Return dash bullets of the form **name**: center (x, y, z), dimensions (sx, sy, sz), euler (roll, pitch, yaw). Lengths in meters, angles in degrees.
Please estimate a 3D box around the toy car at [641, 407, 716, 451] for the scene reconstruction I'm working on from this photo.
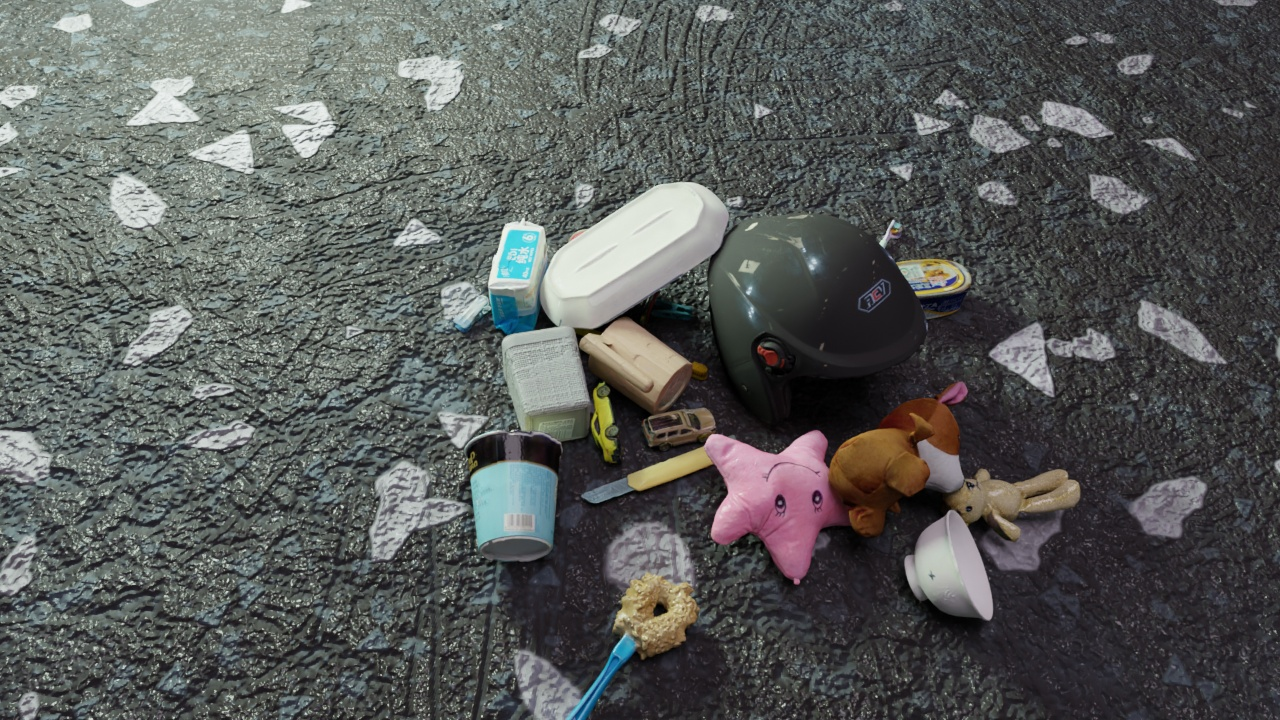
- **toy car**: center (0.049, 0.080, 1.110), dimensions (0.090, 0.035, 0.042), euler (-9, 53, -15)

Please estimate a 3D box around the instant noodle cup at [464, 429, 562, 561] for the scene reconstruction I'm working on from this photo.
- **instant noodle cup**: center (-0.137, 0.152, 1.000), dimensions (0.111, 0.111, 0.120), euler (-2, 60, -6)

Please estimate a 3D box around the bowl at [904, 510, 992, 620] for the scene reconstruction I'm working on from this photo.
- **bowl**: center (0.324, 0.226, 0.985), dimensions (0.065, 0.118, 0.118), euler (-24, 45, 27)

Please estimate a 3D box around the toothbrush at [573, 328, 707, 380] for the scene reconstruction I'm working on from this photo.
- **toothbrush**: center (-0.001, -0.014, 1.194), dimensions (0.190, 0.017, 0.015), euler (20, 51, 12)

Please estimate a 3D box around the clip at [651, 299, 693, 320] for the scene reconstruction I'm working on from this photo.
- **clip**: center (0.044, -0.068, 1.244), dimensions (0.056, 0.014, 0.040), euler (11, 51, 4)

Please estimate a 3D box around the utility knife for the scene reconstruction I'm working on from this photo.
- **utility knife**: center (0.028, 0.128, 1.078), dimensions (0.206, 0.021, 0.031), euler (-15, 50, -24)

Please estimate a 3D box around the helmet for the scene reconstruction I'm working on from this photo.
- **helmet**: center (0.206, -0.067, 1.119), dimensions (0.232, 0.230, 0.275), euler (-33, 22, -27)

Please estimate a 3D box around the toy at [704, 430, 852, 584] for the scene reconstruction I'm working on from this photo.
- **toy**: center (0.167, 0.162, 1.028), dimensions (0.194, 0.075, 0.178), euler (2, 64, -18)

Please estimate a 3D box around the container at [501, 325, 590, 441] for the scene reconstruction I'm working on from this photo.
- **container**: center (-0.110, 0.034, 1.101), dimensions (0.090, 0.090, 0.114), euler (-10, 55, -12)

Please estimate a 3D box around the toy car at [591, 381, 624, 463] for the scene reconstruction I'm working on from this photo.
- **toy car**: center (-0.043, 0.074, 1.099), dimensions (0.032, 0.048, 0.105), euler (-12, 52, 0)

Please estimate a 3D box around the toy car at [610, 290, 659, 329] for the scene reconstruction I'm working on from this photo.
- **toy car**: center (-0.005, -0.079, 1.235), dimensions (0.049, 0.031, 0.106), euler (11, 56, 11)

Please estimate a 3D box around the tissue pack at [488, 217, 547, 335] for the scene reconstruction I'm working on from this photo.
- **tissue pack**: center (-0.162, -0.110, 1.212), dimensions (0.063, 0.090, 0.139), euler (5, 51, 3)

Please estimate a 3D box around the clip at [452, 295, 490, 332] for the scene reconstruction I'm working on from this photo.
- **clip**: center (-0.221, -0.062, 1.214), dimensions (0.025, 0.033, 0.057), euler (32, 58, 22)

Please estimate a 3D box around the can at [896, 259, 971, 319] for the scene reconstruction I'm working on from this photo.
- **can**: center (0.382, -0.098, 1.273), dimensions (0.148, 0.049, 0.074), euler (-6, 52, -10)

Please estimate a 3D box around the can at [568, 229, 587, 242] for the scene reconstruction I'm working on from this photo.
- **can**: center (-0.070, -0.126, 1.247), dimensions (0.066, 0.067, 0.093), euler (2, 51, -3)

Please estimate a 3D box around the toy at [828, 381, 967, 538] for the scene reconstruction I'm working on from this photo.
- **toy**: center (0.303, 0.108, 1.029), dimensions (0.130, 0.140, 0.199), euler (41, 41, 12)

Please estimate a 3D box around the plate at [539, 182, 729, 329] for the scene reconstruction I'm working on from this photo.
- **plate**: center (-0.016, -0.142, 1.160), dimensions (0.266, 0.034, 0.162), euler (-32, 46, 1)

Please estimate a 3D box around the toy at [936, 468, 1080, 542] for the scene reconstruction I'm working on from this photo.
- **toy**: center (0.424, 0.156, 1.057), dimensions (0.157, 0.066, 0.105), euler (-8, 46, -2)

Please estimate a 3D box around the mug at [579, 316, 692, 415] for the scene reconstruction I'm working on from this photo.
- **mug**: center (-0.007, 0.007, 1.115), dimensions (0.103, 0.124, 0.084), euler (35, 99, 20)

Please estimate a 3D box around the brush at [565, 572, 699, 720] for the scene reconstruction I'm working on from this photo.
- **brush**: center (-0.031, 0.315, 0.914), dimensions (0.083, 0.046, 0.254), euler (33, 59, 16)

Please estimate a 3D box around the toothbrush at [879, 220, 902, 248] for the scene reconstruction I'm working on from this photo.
- **toothbrush**: center (0.335, -0.138, 1.322), dimensions (0.021, 0.029, 0.188), euler (-5, 38, 46)
